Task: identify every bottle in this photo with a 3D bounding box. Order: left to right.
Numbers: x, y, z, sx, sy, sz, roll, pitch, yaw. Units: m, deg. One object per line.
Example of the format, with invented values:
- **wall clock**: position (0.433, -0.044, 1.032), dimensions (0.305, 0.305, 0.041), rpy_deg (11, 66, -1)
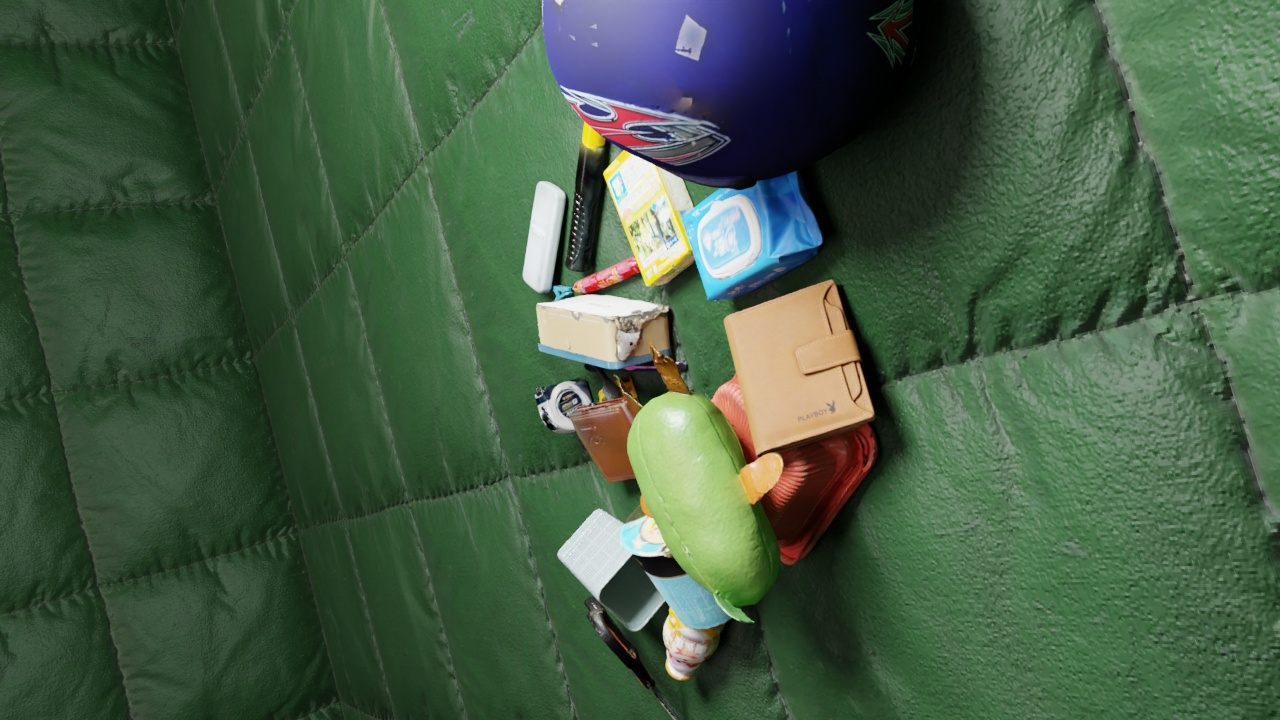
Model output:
- **bottle**: position (0.056, 0.309, 1.023), dimensions (0.063, 0.063, 0.109), rpy_deg (44, 134, 39)

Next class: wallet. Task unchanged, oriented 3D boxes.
- **wallet**: position (-0.023, 0.091, 1.055), dimensions (0.125, 0.032, 0.101), rpy_deg (-15, 112, 53)
- **wallet**: position (0.134, 0.006, 0.780), dimensions (0.108, 0.031, 0.131), rpy_deg (-20, 66, 21)

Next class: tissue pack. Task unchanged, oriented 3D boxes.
- **tissue pack**: position (0.098, -0.116, 0.830), dimensions (0.157, 0.052, 0.095), rpy_deg (-27, 79, 55)

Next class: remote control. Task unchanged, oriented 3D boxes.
- **remote control**: position (-0.121, -0.154, 1.152), dimensions (0.056, 0.020, 0.136), rpy_deg (40, 125, 47)

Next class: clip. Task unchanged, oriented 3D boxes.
- **clip**: position (-0.102, -0.085, 1.164), dimensions (0.055, 0.013, 0.034), rpy_deg (-14, 90, 56)

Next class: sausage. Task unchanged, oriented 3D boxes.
- **sausage**: position (-0.038, -0.097, 1.063), dimensions (0.156, 0.020, 0.020), rpy_deg (-14, 89, 56)

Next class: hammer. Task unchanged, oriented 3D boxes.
- **hammer**: position (-0.053, -0.241, 1.024), dimensions (0.129, 0.032, 0.301), rpy_deg (40, 131, 42)

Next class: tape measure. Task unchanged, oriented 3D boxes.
- **tape measure**: position (-0.094, 0.059, 1.152), dimensions (0.034, 0.065, 0.066), rpy_deg (-26, 77, 60)
- **tape measure**: position (-0.027, 0.052, 1.087), dimensions (0.060, 0.028, 0.057), rpy_deg (-33, 74, 55)

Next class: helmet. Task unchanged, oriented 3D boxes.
- **helmet**: position (0.042, -0.264, 0.699), dimensions (0.316, 0.239, 0.248), rpy_deg (29, 122, 48)

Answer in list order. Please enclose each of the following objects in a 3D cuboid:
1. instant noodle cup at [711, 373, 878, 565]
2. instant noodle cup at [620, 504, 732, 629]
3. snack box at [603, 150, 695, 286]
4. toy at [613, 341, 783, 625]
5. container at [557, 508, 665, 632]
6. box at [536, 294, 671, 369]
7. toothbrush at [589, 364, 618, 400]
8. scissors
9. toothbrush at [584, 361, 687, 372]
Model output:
- **instant noodle cup**: position (0.115, 0.087, 0.850), dimensions (0.164, 0.078, 0.189), rpy_deg (49, 132, 29)
- **instant noodle cup**: position (0.053, 0.208, 0.944), dimensions (0.111, 0.111, 0.120), rpy_deg (10, 131, 54)
- **snack box**: position (0.015, -0.157, 0.955), dimensions (0.087, 0.033, 0.140), rpy_deg (-36, 70, 54)
- **toy**: position (0.049, 0.105, 0.801), dimensions (0.228, 0.089, 0.246), rpy_deg (-32, 81, 61)
- **container**: position (-0.029, 0.242, 1.080), dimensions (0.111, 0.089, 0.090), rpy_deg (24, 157, 52)
- **box**: position (-0.048, -0.036, 1.037), dimensions (0.184, 0.089, 0.061), rpy_deg (11, 111, 56)
- **toothbrush**: position (-0.067, -0.009, 1.113), dimensions (0.189, 0.014, 0.016), rpy_deg (54, 141, 44)
- **scissors**: position (-0.005, 0.354, 1.078), dimensions (0.234, 0.021, 0.221), rpy_deg (43, 167, 44)
- **toothbrush**: position (-0.006, 0.006, 1.059), dimensions (0.190, 0.017, 0.014), rpy_deg (0, 100, 52)
